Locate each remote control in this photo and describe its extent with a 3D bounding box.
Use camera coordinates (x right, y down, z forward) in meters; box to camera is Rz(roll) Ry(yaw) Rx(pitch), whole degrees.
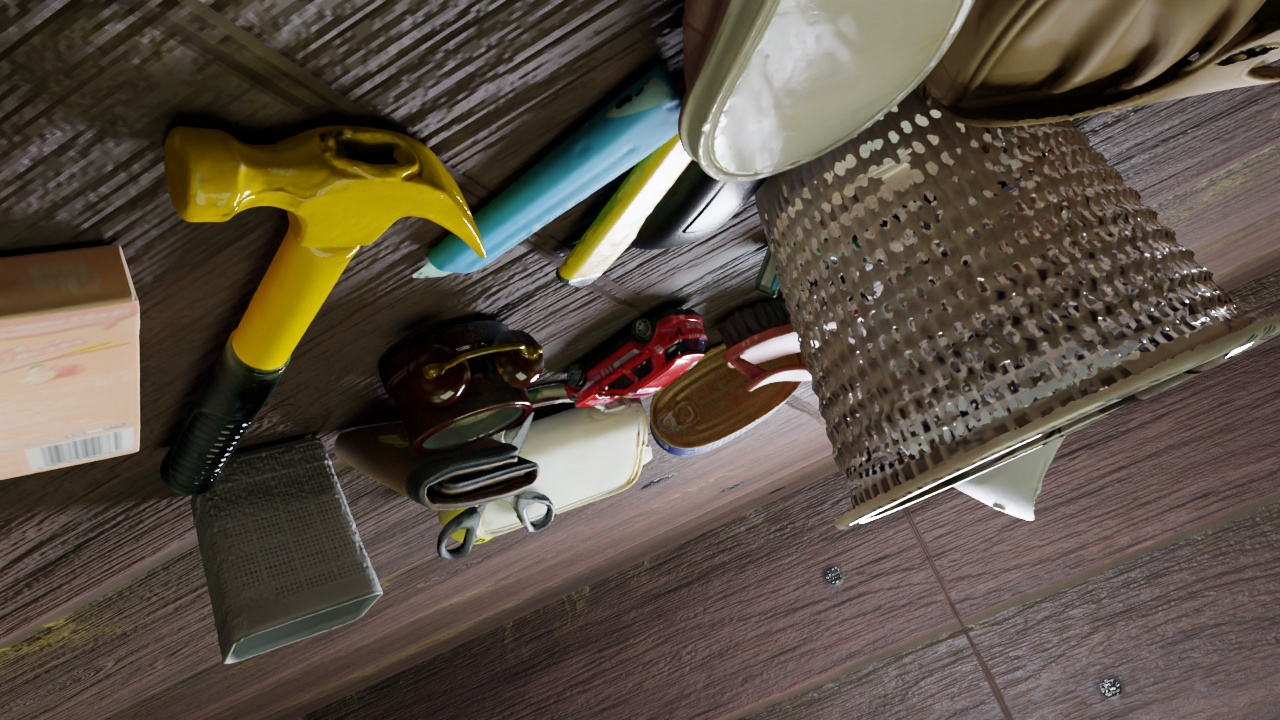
[{"bbox_3d":[0.038,-0.089,0.465,0.053,0.024,0.137,-12,161,-32],"label":"remote control"}]

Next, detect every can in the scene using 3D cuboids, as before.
[{"bbox_3d":[0.075,0.029,0.806,0.148,0.074,0.049,-30,167,-9],"label":"can"}]

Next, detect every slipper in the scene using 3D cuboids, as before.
[{"bbox_3d":[0.067,-0.139,0.286,0.114,0.054,0.275,-21,167,-11],"label":"slipper"}]

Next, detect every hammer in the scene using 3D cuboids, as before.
[{"bbox_3d":[-0.174,-0.005,0.422,0.128,0.033,0.302,-7,158,-42],"label":"hammer"}]

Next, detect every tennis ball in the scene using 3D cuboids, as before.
[{"bbox_3d":[-0.156,0.138,0.857,0.065,0.065,0.065,-22,164,-7],"label":"tennis ball"}]

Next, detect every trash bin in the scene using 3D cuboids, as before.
[{"bbox_3d":[0.165,-0.043,0.479,0.227,0.192,0.228,-22,164,-7],"label":"trash bin"}]

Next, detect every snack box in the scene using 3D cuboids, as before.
[{"bbox_3d":[-0.250,0.009,0.368,0.084,0.026,0.158,-13,161,-33],"label":"snack box"}]

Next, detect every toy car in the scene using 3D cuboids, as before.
[{"bbox_3d":[-0.004,0.004,0.675,0.121,0.045,0.052,-32,161,34],"label":"toy car"}]

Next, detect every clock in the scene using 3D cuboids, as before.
[{"bbox_3d":[-0.103,0.012,0.535,0.081,0.055,0.122,-13,164,-32],"label":"clock"}]

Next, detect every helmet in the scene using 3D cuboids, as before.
[{"bbox_3d":[0.247,-0.023,0.685,0.258,0.146,0.230,-70,-178,-59],"label":"helmet"}]

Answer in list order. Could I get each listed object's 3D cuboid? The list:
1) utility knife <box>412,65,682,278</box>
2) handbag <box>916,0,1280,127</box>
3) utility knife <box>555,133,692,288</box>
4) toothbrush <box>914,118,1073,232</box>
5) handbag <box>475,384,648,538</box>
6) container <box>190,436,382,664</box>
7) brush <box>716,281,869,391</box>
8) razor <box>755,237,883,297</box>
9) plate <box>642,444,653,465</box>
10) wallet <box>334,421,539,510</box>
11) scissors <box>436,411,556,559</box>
[{"bbox_3d":[-0.044,-0.074,0.408,0.162,0.018,0.034,-30,157,28],"label":"utility knife"},{"bbox_3d":[0.217,-0.154,0.365,0.204,0.099,0.148,-14,166,-19],"label":"handbag"},{"bbox_3d":[0.006,-0.088,0.437,0.033,0.015,0.193,-19,164,-39],"label":"utility knife"},{"bbox_3d":[0.240,-0.142,0.576,0.026,0.027,0.222,-52,-179,-31],"label":"toothbrush"},{"bbox_3d":[-0.075,0.066,0.776,0.163,0.063,0.179,-17,149,-21],"label":"handbag"},{"bbox_3d":[-0.233,0.119,0.592,0.090,0.114,0.090,-12,161,-34],"label":"container"},{"bbox_3d":[0.130,-0.016,0.751,0.145,0.069,0.063,-14,161,-30],"label":"brush"},{"bbox_3d":[0.135,-0.073,0.646,0.132,0.028,0.043,-9,127,-35],"label":"razor"},{"bbox_3d":[-0.067,0.115,0.952,0.163,0.034,0.164,-23,168,-3],"label":"plate"},{"bbox_3d":[-0.135,0.065,0.604,0.090,0.033,0.115,-7,-166,-44],"label":"wallet"},{"bbox_3d":[-0.114,0.106,0.737,0.179,0.014,0.159,-45,144,19],"label":"scissors"}]
